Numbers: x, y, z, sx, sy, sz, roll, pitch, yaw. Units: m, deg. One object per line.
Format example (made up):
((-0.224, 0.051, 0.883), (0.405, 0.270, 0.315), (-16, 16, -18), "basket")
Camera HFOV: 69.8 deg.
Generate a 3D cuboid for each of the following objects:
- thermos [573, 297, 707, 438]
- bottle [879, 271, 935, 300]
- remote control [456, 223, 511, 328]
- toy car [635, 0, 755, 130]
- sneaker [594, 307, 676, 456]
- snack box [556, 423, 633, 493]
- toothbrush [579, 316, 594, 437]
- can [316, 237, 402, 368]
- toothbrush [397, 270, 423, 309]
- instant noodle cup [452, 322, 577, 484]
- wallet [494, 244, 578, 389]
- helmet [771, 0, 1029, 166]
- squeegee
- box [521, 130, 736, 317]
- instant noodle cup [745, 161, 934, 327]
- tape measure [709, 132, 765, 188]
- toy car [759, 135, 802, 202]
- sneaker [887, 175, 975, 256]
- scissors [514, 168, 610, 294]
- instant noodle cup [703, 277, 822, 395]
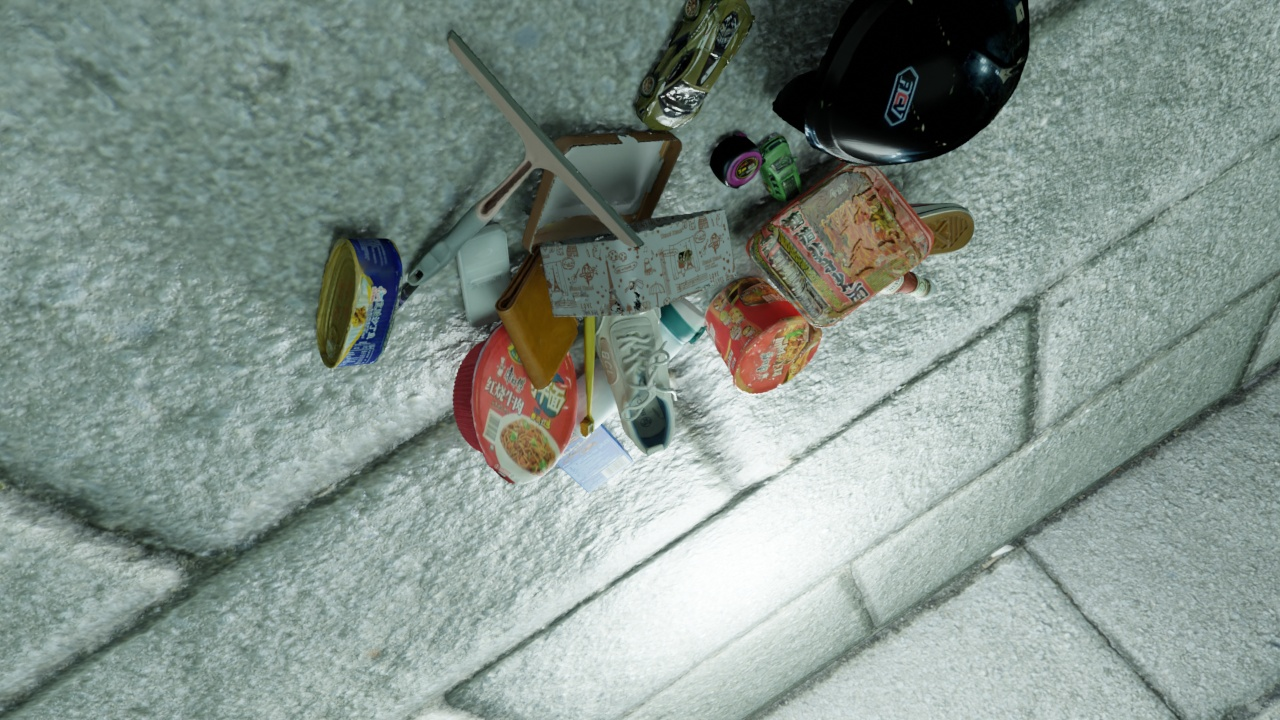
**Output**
((-0.011, 0.005, 1.192), (0.224, 0.073, 0.073), (-43, 144, 11), "thermos")
((0.373, -0.123, 1.356), (0.205, 0.059, 0.060), (11, 125, -44), "bottle")
((-0.169, -0.090, 0.998), (0.055, 0.020, 0.136), (-21, 144, -18), "remote control")
((0.054, -0.297, 0.924), (0.070, 0.042, 0.158), (5, 132, -41), "toy car")
((-0.006, 0.006, 1.109), (0.089, 0.090, 0.242), (-12, 112, -3), "sneaker")
((-0.075, 0.132, 1.324), (0.084, 0.026, 0.157), (-35, 144, 1), "snack box")
((-0.065, 0.016, 1.124), (0.016, 0.016, 0.190), (-44, 145, -47), "toothbrush")
((-0.280, -0.056, 0.908), (0.049, 0.074, 0.148), (-7, 137, -38), "can")
((-0.249, -0.067, 0.968), (0.189, 0.016, 0.014), (-45, 140, 12), "toothbrush")
((-0.153, 0.044, 1.068), (0.066, 0.193, 0.193), (0, 159, 31), "instant noodle cup")
((-0.109, -0.052, 1.031), (0.035, 0.118, 0.131), (5, 140, 22), "wallet")
((0.263, -0.308, 0.915), (0.273, 0.230, 0.234), (-56, 165, -45), "helmet")
((-0.154, -0.146, 0.890), (0.250, 0.247, 0.040), (-35, -168, 36), "squeegee")
((-0.015, -0.153, 0.955), (0.182, 0.154, 0.181), (-23, 109, -45), "box")
((0.246, -0.152, 1.141), (0.189, 0.079, 0.164), (-37, 110, 21), "instant noodle cup")
((0.108, -0.228, 1.045), (0.057, 0.039, 0.057), (-45, 148, 14), "tape measure")
((0.167, -0.228, 1.096), (0.043, 0.036, 0.091), (-35, 141, 2), "toy car")
((0.316, -0.175, 1.224), (0.241, 0.087, 0.118), (-7, 117, 0), "sneaker")
((-0.079, -0.131, 1.005), (0.159, 0.014, 0.175), (-19, 123, -47), "scissors")
((0.156, -0.037, 1.241), (0.137, 0.108, 0.138), (-22, 142, -18), "instant noodle cup")
